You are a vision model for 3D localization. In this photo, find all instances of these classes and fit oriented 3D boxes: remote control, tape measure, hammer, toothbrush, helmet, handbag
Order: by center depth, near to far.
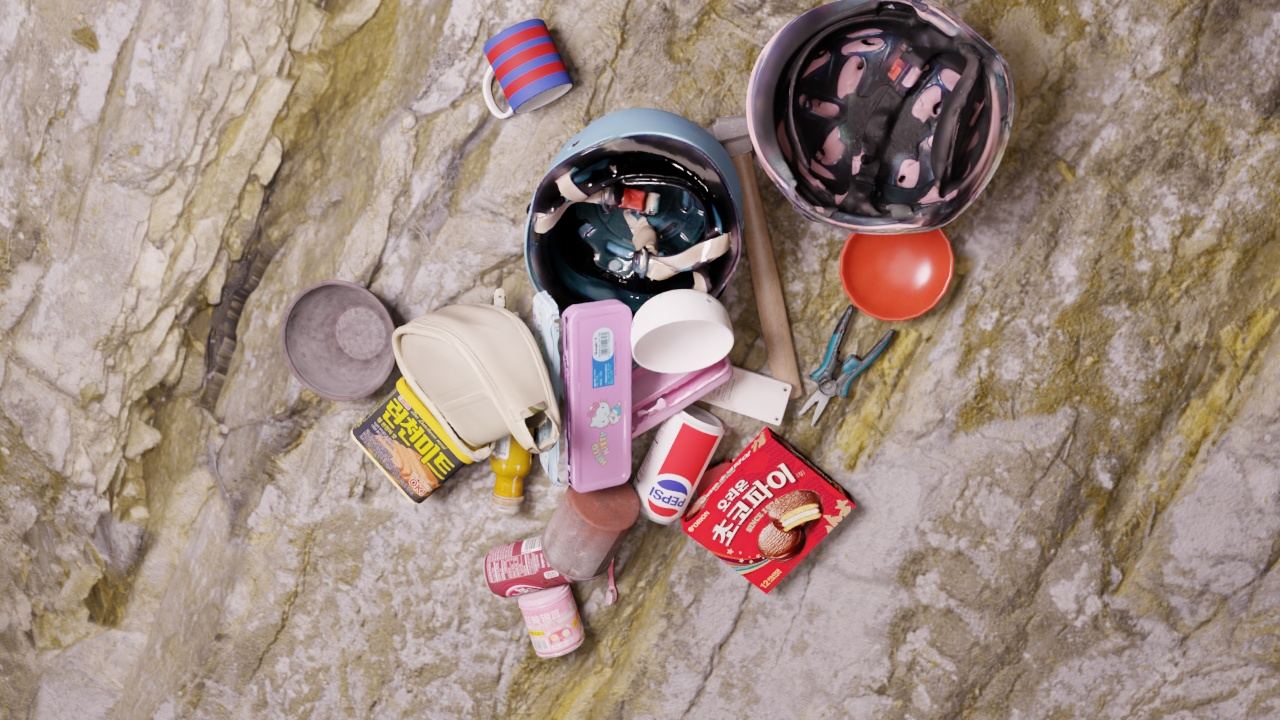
[{"bbox_3d":[0.236,-0.249,0.938,0.255,0.152,0.230,15,104,5],"label":"helmet"},{"bbox_3d":[-0.001,-0.147,0.980,0.225,0.166,0.266,26,128,-8],"label":"helmet"},{"bbox_3d":[-0.161,0.014,1.013,0.131,0.230,0.184,-27,95,-28],"label":"handbag"},{"bbox_3d":[0.137,-0.114,1.043,0.119,0.030,0.331,-11,98,10],"label":"hammer"},{"bbox_3d":[0.106,0.032,1.074,0.136,0.011,0.050,18,103,13],"label":"remote control"},{"bbox_3d":[0.093,0.146,1.101,0.051,0.019,0.059,-2,107,11],"label":"tape measure"},{"bbox_3d":[-0.039,0.240,1.140,0.022,0.016,0.135,1,101,20],"label":"toothbrush"}]

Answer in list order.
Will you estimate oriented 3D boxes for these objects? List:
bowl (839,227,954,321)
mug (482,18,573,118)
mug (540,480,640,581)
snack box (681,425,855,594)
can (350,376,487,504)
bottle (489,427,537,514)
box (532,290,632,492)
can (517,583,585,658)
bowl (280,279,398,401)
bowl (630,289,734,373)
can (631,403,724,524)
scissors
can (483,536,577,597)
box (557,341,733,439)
[{"bbox_3d":[0.282,-0.106,1.018,0.122,0.035,0.122,2,101,8],"label":"bowl"},{"bbox_3d":[-0.137,-0.320,1.029,0.112,0.074,0.076,-21,98,38],"label":"mug"},{"bbox_3d":[-0.059,0.179,1.079,0.096,0.122,0.110,15,131,-23],"label":"mug"},{"bbox_3d":[0.148,0.177,1.078,0.132,0.035,0.152,39,104,-12],"label":"snack box"},{"bbox_3d":[-0.271,0.095,1.120,0.101,0.072,0.131,-41,92,16],"label":"can"},{"bbox_3d":[-0.152,0.093,1.110,0.053,0.053,0.186,9,101,7],"label":"bottle"},{"bbox_3d":[-0.068,0.031,1.003,0.089,0.092,0.214,-10,113,-24],"label":"box"},{"bbox_3d":[-0.110,0.319,1.140,0.067,0.067,0.076,-16,98,11],"label":"can"},{"bbox_3d":[-0.352,-0.028,1.111,0.145,0.067,0.145,2,101,8],"label":"bowl"},{"bbox_3d":[0.041,-0.035,0.943,0.105,0.105,0.054,-11,58,10],"label":"bowl"},{"bbox_3d":[0.041,0.120,1.079,0.070,0.070,0.132,26,103,3],"label":"can"},{"bbox_3d":[0.233,0.003,1.055,0.150,0.019,0.120,-22,97,13],"label":"scissors"},{"bbox_3d":[-0.131,0.251,1.132,0.114,0.063,0.063,-15,98,11],"label":"can"},{"bbox_3d":[-0.003,0.009,1.071,0.202,0.059,0.155,-31,62,12],"label":"box"}]
